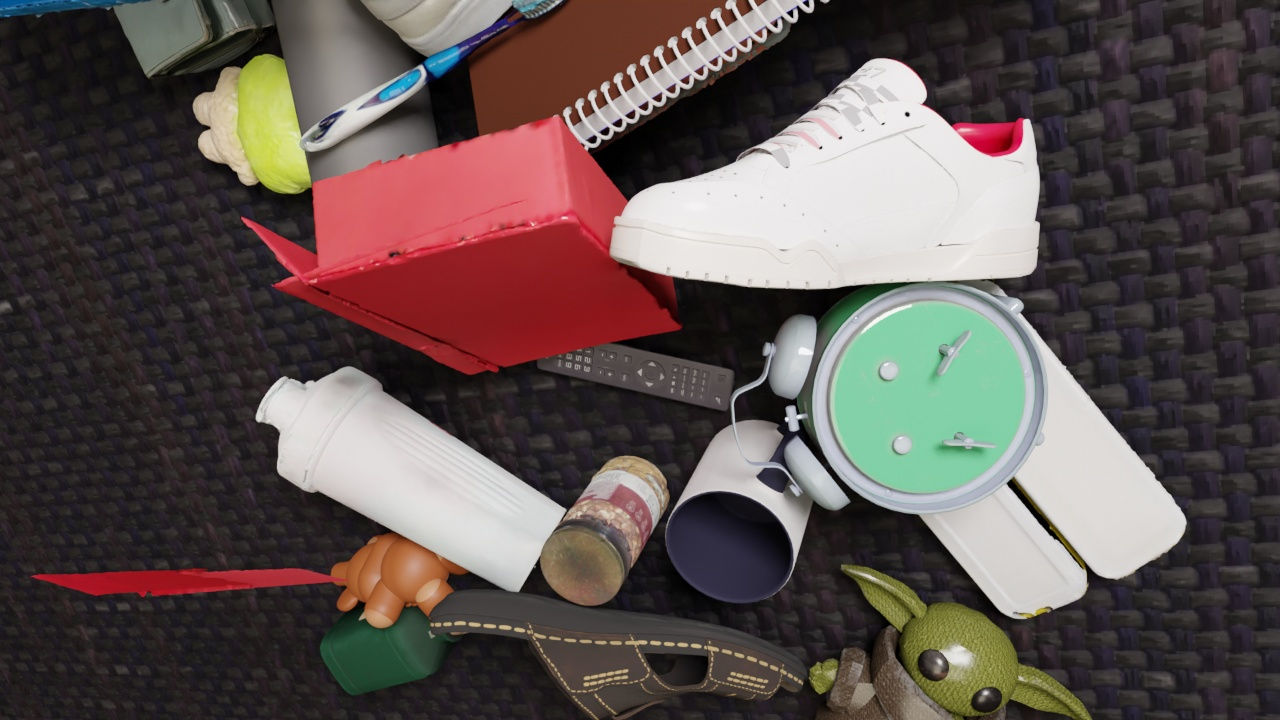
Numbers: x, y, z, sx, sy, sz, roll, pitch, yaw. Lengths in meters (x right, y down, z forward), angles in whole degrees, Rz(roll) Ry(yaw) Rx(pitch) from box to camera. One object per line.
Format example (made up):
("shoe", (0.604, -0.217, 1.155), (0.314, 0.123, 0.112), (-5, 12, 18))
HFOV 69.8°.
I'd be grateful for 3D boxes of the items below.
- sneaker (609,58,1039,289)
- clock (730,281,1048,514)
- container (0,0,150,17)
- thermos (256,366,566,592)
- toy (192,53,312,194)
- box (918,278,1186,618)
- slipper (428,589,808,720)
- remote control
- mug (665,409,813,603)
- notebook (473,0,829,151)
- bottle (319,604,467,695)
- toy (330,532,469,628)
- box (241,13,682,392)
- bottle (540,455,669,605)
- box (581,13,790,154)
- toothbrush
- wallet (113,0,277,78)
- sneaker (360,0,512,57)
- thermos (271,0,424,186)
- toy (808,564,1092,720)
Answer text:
("sneaker", (0.097, -0.092, 0.449), (0.236, 0.090, 0.104), (-4, 103, -21))
("clock", (0.130, 0.022, 0.497), (0.161, 0.075, 0.122), (-13, 98, 1))
("container", (-0.245, -0.320, 0.452), (0.363, 0.089, 0.257), (4, 85, 23))
("thermos", (-0.167, 0.087, 0.673), (0.220, 0.099, 0.100), (31, 119, 1))
("toy", (-0.258, -0.159, 0.624), (0.115, 0.046, 0.092), (6, 113, 25))
("box", (0.217, 0.057, 0.558), (0.130, 0.036, 0.209), (-39, 95, 25))
("slipper", (-0.012, 0.208, 0.622), (0.267, 0.113, 0.075), (12, 76, -11))
("remote control", (-0.004, 0.004, 0.618), (0.136, 0.015, 0.032), (13, 116, 12))
("mug", (0.074, 0.081, 0.576), (0.078, 0.096, 0.112), (32, 119, 5))
("notebook", (-0.008, -0.200, 0.473), (0.210, 0.022, 0.171), (-26, 62, 27))
("bottle", (-0.192, 0.227, 0.755), (0.131, 0.061, 0.061), (-22, 105, 26))
("toy", (-0.193, 0.170, 0.723), (0.128, 0.094, 0.065), (-14, 131, 37))
("box", (-0.071, -0.052, 0.504), (0.153, 0.214, 0.164), (35, 88, 20))
("bottle", (-0.021, 0.112, 0.619), (0.056, 0.105, 0.056), (8, 114, 17))
("box", (-0.006, -0.154, 0.520), (0.187, 0.082, 0.042), (-24, 98, 28))
("toothbrush", (-0.118, -0.159, 0.502), (0.189, 0.017, 0.016), (-23, 92, 21))
("wallet", (-0.308, -0.260, 0.598), (0.101, 0.054, 0.131), (-16, 101, 24))
("sneaker", (-0.061, -0.260, 0.460), (0.243, 0.090, 0.089), (-37, 56, 21))
("thermos", (-0.175, -0.192, 0.558), (0.082, 0.082, 0.241), (2, 113, 19))
("toy", (0.185, 0.229, 0.609), (0.179, 0.078, 0.153), (32, 116, 8))
